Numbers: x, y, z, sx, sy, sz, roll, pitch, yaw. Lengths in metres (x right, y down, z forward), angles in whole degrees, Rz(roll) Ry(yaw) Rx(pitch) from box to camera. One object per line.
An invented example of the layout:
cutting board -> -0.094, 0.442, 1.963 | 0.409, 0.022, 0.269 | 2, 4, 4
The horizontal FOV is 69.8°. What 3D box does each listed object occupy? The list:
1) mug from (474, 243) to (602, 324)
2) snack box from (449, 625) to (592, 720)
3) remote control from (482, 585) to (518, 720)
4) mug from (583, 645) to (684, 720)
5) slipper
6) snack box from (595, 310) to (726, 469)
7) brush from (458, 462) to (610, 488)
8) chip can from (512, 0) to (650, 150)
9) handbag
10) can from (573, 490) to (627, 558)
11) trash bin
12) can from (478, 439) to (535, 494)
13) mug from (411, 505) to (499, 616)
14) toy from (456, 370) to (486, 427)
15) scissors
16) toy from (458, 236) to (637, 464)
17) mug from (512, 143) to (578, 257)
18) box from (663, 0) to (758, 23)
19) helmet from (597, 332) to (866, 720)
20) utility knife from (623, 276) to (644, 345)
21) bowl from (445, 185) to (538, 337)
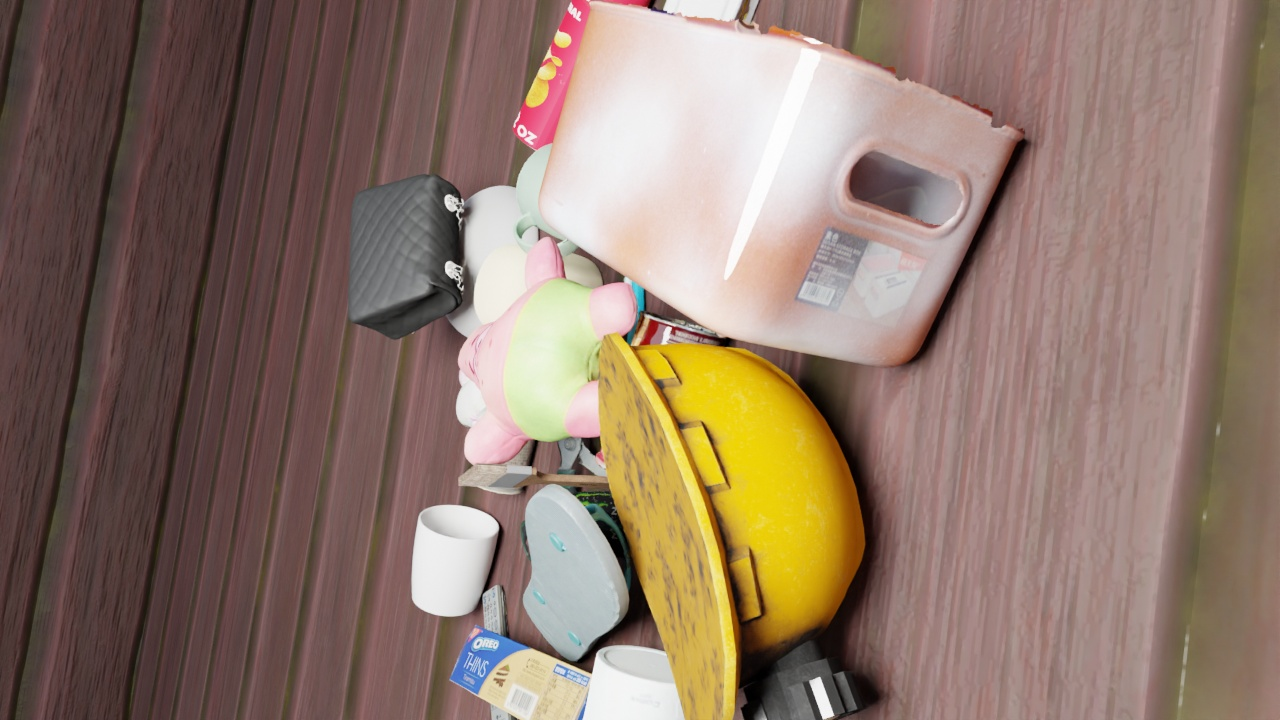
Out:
mug -> -0.109, -0.065, 0.869 | 0.120, 0.099, 0.096 | 33, 108, 53
snack box -> -0.086, 0.275, 0.775 | 0.207, 0.056, 0.057 | -4, 57, 54
remote control -> -0.138, 0.289, 0.891 | 0.033, 0.013, 0.136 | -40, 51, 41
mug -> -0.002, 0.267, 0.651 | 0.082, 0.082, 0.105 | 8, 87, 55
slipper -> -0.042, 0.168, 0.705 | 0.098, 0.054, 0.269 | 45, 150, 20
snack box -> 0.015, 0.029, 0.698 | 0.072, 0.072, 0.121 | 25, 101, 54
brush -> -0.071, 0.095, 0.738 | 0.045, 0.143, 0.008 | -38, 51, 54
chip can -> -0.047, -0.302, 0.873 | 0.221, 0.069, 0.069 | -59, 40, 27
handbag -> -0.229, -0.105, 0.965 | 0.125, 0.114, 0.153 | -16, 63, 26
can -> -0.016, 0.130, 0.729 | 0.138, 0.054, 0.054 | -12, 72, 53
trash bin -> 0.066, -0.113, 0.576 | 0.260, 0.181, 0.157 | 39, 114, 50
can -> -0.126, 0.059, 0.901 | 0.054, 0.054, 0.135 | 22, 99, 54
mug -> -0.192, 0.200, 0.948 | 0.114, 0.081, 0.088 | -95, 17, -77
toy -> -0.173, 0.047, 0.984 | 0.079, 0.038, 0.122 | -60, 39, 43
scissors -> -0.095, 0.077, 0.840 | 0.203, 0.015, 0.202 | 44, 120, 27
toy -> -0.091, -0.004, 0.740 | 0.237, 0.096, 0.192 | 2, 74, 55
mug -> -0.061, -0.132, 0.821 | 0.111, 0.084, 0.104 | -41, 46, -16
box -> 0.043, -0.241, 0.754 | 0.067, 0.070, 0.210 | 30, 107, 32
helmet -> 0.064, 0.092, 0.560 | 0.206, 0.131, 0.255 | 100, 155, -61
utility knife -> -0.005, 0.005, 0.779 | 0.022, 0.015, 0.176 | -25, 60, 49
bowl -> -0.184, -0.112, 1.015 | 0.177, 0.066, 0.176 | -19, 66, 51
